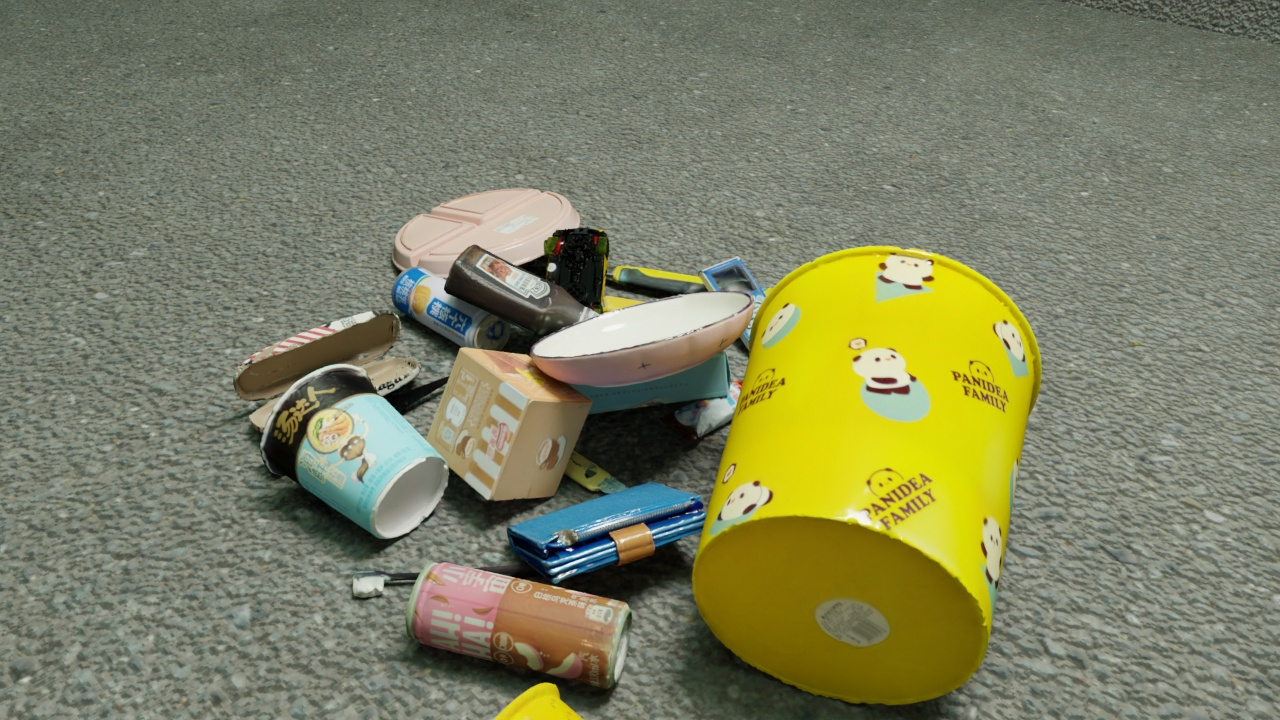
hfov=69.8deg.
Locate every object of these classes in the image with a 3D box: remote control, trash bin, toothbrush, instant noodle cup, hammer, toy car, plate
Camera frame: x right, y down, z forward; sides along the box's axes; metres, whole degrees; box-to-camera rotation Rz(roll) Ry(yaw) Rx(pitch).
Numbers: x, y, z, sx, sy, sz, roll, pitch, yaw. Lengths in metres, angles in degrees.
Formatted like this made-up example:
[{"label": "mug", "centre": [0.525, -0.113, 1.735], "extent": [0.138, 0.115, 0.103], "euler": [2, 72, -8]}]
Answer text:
[{"label": "remote control", "centre": [0.112, -0.057, 0.977], "extent": [0.049, 0.024, 0.125], "euler": [-21, 61, -16]}, {"label": "trash bin", "centre": [0.159, 0.081, 0.655], "extent": [0.230, 0.230, 0.254], "euler": [13, 42, 15]}, {"label": "toothbrush", "centre": [-0.126, 0.163, 0.692], "extent": [0.181, 0.016, 0.018], "euler": [-3, 42, -6]}, {"label": "instant noodle cup", "centre": [-0.221, 0.078, 0.738], "extent": [0.120, 0.111, 0.111], "euler": [32, 44, 25]}, {"label": "hammer", "centre": [-0.007, -0.099, 1.057], "extent": [0.323, 0.032, 0.125], "euler": [12, 37, 14]}, {"label": "toothbrush", "centre": [-0.241, 0.048, 0.842], "extent": [0.212, 0.027, 0.026], "euler": [-26, 29, -35]}, {"label": "instant noodle cup", "centre": [-0.042, 0.255, 0.472], "extent": [0.110, 0.138, 0.137], "euler": [27, 41, 19]}, {"label": "toy car", "centre": [-0.071, -0.080, 0.993], "extent": [0.071, 0.041, 0.155], "euler": [0, 62, 4]}, {"label": "plate", "centre": [-0.187, -0.159, 1.102], "extent": [0.229, 0.028, 0.229], "euler": [-7, 30, 4]}, {"label": "plate", "centre": [0.004, -0.015, 0.774], "extent": [0.192, 0.039, 0.192], "euler": [-13, 13, 3]}]

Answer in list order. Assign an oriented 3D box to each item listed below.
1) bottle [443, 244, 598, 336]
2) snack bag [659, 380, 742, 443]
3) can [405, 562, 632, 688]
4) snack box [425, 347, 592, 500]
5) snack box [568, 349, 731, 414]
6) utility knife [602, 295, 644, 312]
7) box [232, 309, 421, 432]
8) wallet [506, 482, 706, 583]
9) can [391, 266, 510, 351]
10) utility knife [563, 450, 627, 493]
[{"label": "bottle", "centre": [-0.095, -0.052, 0.918], "extent": [0.195, 0.044, 0.079], "euler": [26, 26, -3]}, {"label": "snack bag", "centre": [0.070, 0.046, 0.859], "extent": [0.105, 0.026, 0.045], "euler": [-25, 47, -30]}, {"label": "can", "centre": [-0.082, 0.181, 0.632], "extent": [0.147, 0.058, 0.057], "euler": [10, 36, 11]}, {"label": "snack box", "centre": [-0.110, 0.052, 0.763], "extent": [0.094, 0.093, 0.077], "euler": [32, 15, 36]}, {"label": "snack box", "centre": [-0.005, 0.005, 0.869], "extent": [0.175, 0.052, 0.074], "euler": [-7, 30, 0]}, {"label": "utility knife", "centre": [0.004, -0.054, 1.006], "extent": [0.209, 0.015, 0.033], "euler": [11, 37, 12]}, {"label": "box", "centre": [-0.284, 0.019, 0.853], "extent": [0.162, 0.076, 0.088], "euler": [-26, 66, -35]}, {"label": "wallet", "centre": [-0.026, 0.128, 0.702], "extent": [0.132, 0.040, 0.106], "euler": [-15, 8, -24]}, {"label": "can", "centre": [-0.199, -0.051, 0.961], "extent": [0.135, 0.053, 0.053], "euler": [27, 42, 32]}, {"label": "utility knife", "centre": [-0.076, 0.080, 0.819], "extent": [0.167, 0.018, 0.030], "euler": [33, 51, 30]}]
